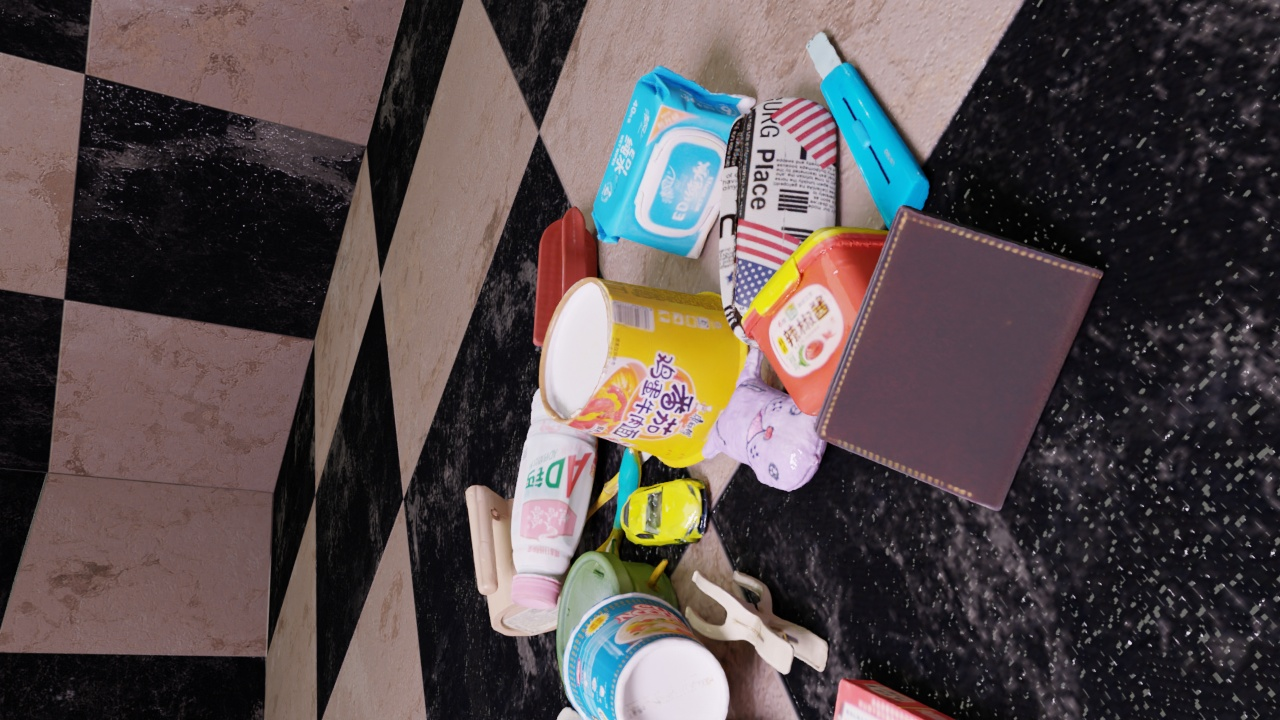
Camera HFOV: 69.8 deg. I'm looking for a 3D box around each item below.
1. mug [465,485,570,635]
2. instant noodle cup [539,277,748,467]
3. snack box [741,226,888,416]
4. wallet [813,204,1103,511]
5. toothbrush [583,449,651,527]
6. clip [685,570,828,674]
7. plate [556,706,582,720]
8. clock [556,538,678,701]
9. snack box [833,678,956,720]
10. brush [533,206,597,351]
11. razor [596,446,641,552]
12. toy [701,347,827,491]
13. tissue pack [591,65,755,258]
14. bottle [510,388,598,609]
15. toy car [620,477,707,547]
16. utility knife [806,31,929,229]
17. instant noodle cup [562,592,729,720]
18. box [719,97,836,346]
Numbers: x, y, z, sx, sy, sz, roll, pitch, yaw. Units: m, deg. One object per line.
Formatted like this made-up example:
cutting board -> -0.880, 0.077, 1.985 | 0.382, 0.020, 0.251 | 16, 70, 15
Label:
mug -> -0.115, 0.183, 0.846 | 0.084, 0.124, 0.103 | -26, 50, 13
instant noodle cup -> -0.004, 0.004, 0.682 | 0.138, 0.109, 0.137 | -31, 53, 51
snack box -> 0.115, -0.019, 0.509 | 0.091, 0.081, 0.080 | -52, 51, 45
wallet -> 0.147, -0.002, 0.436 | 0.096, 0.020, 0.122 | 23, 104, 19
toothbrush -> -0.026, 0.108, 0.803 | 0.192, 0.018, 0.016 | -52, 39, 44
clip -> 0.058, 0.161, 0.563 | 0.104, 0.082, 0.035 | -146, 69, -73
plate -> -0.061, 0.384, 0.758 | 0.164, 0.034, 0.164 | -7, 75, 63
clock -> -0.020, 0.224, 0.708 | 0.116, 0.056, 0.161 | 0, 81, 64
snack box -> 0.144, 0.208, 0.422 | 0.153, 0.025, 0.075 | 1, 81, 63
brush -> -0.071, -0.080, 0.910 | 0.069, 0.063, 0.145 | 125, 147, -61
razor -> -0.020, 0.130, 0.772 | 0.043, 0.028, 0.133 | 29, 112, 38
toy -> 0.083, 0.042, 0.586 | 0.084, 0.039, 0.108 | -68, 27, 5
tissue pack -> 0.025, -0.149, 0.710 | 0.140, 0.090, 0.063 | -67, 30, 25
bottle -> -0.078, 0.117, 0.809 | 0.068, 0.068, 0.196 | -38, 37, 54
toy car -> 0.015, 0.116, 0.703 | 0.105, 0.032, 0.048 | -23, 60, 57
utility knife -> 0.136, -0.153, 0.575 | 0.034, 0.018, 0.191 | -57, 33, 39
instant noodle cup -> 0.007, 0.206, 0.588 | 0.110, 0.099, 0.099 | 154, 123, -74
box -> 0.094, -0.093, 0.601 | 0.088, 0.076, 0.162 | -5, 72, 40
